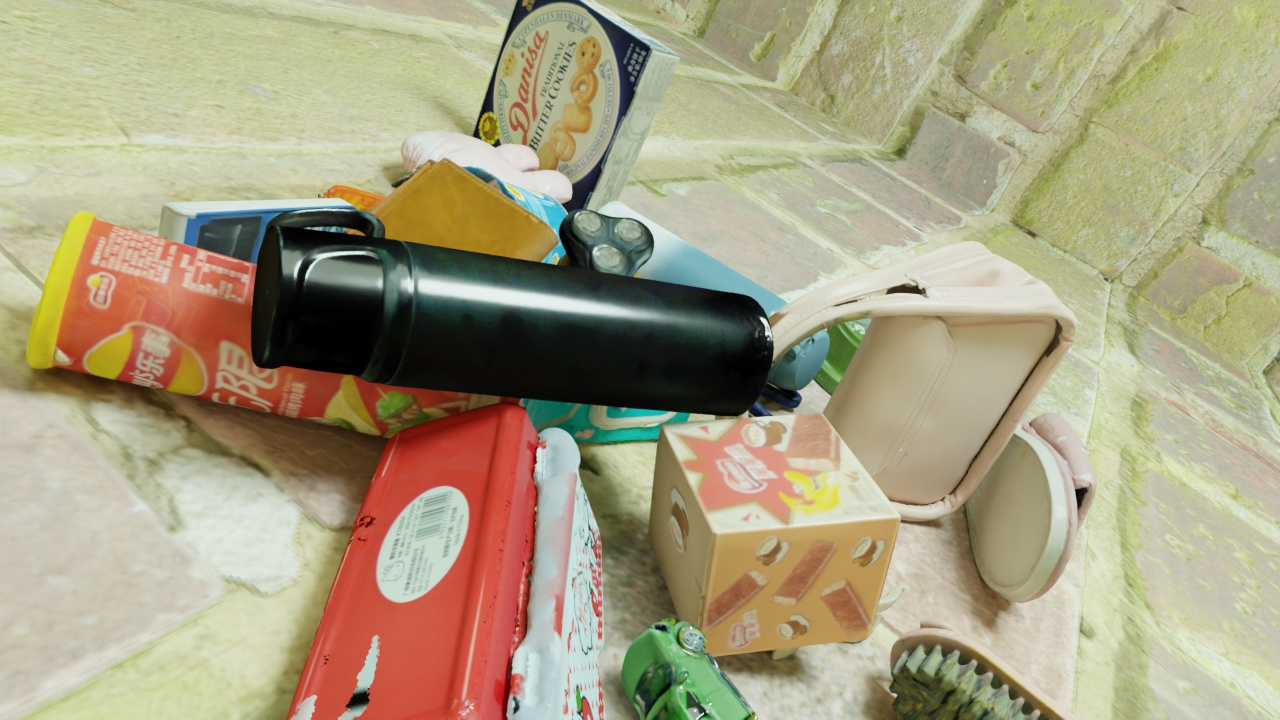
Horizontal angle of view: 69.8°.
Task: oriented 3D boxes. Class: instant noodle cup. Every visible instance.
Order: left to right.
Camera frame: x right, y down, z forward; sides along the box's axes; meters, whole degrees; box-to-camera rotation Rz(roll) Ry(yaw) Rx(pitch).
[{"bbox_3d":[-0.100,-0.085,0.652,0.099,0.099,0.109,34,18,11],"label":"instant noodle cup"}]

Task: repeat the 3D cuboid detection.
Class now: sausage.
[{"bbox_3d":[-0.161,-0.105,0.697,0.165,0.021,0.021,11,30,-32],"label":"sausage"}]

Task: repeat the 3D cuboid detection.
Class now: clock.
[{"bbox_3d":[0.220,0.013,0.830,0.116,0.056,0.161,7,33,-36],"label":"clock"}]

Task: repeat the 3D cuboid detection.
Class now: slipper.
[{"bbox_3d":[0.289,0.094,0.686,0.054,0.114,0.273,18,17,7],"label":"slipper"}]

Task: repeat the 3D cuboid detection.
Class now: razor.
[{"bbox_3d":[-0.015,-0.052,0.641,0.062,0.067,0.167,60,-1,17],"label":"razor"}]

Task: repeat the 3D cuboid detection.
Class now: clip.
[{"bbox_3d":[0.110,0.141,0.500,0.087,0.035,0.104,35,30,15],"label":"clip"}]

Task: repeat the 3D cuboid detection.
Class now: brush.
[{"bbox_3d":[0.188,0.189,0.456,0.145,0.063,0.072,39,31,25],"label":"brush"}]

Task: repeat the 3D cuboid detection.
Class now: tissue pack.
[{"bbox_3d":[-0.003,0.003,0.572,0.133,0.093,0.050,0,34,-45],"label":"tissue pack"}]

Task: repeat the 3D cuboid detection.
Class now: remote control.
[{"bbox_3d":[-0.222,-0.070,0.537,0.024,0.049,0.124,30,23,21],"label":"remote control"}]

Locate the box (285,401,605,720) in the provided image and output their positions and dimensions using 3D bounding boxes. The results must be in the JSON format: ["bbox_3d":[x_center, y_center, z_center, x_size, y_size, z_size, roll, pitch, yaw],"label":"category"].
[{"bbox_3d":[-0.066,0.108,0.373,0.095,0.100,0.200,-15,28,6],"label":"box"}]

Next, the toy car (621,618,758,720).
[{"bbox_3d":[0.023,0.150,0.379,0.036,0.043,0.091,3,35,-42],"label":"toy car"}]

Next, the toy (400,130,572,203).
[{"bbox_3d":[-0.129,-0.157,0.789,0.121,0.054,0.159,42,31,23],"label":"toy"}]

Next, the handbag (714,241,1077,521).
[{"bbox_3d":[0.156,0.018,0.617,0.233,0.194,0.093,-1,35,-30],"label":"handbag"}]

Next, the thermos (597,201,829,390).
[{"bbox_3d":[0.050,-0.052,0.750,0.220,0.070,0.070,34,25,20],"label":"thermos"}]

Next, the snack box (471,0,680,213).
[{"bbox_3d":[-0.070,-0.247,0.873,0.182,0.178,0.045,41,31,27],"label":"snack box"}]

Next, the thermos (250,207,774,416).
[{"bbox_3d":[-0.053,-0.025,0.441,0.242,0.069,0.089,8,52,-31],"label":"thermos"}]

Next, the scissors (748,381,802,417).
[{"bbox_3d":[0.058,0.004,0.731,0.162,0.012,0.162,10,30,-31],"label":"scissors"}]

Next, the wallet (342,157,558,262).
[{"bbox_3d":[-0.135,-0.063,0.553,0.119,0.035,0.130,33,64,16],"label":"wallet"}]

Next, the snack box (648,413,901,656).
[{"bbox_3d":[0.062,0.085,0.464,0.094,0.077,0.092,-2,29,-14],"label":"snack box"}]

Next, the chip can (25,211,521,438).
[{"bbox_3d":[-0.164,-0.006,0.447,0.216,0.073,0.073,15,28,-26],"label":"chip can"}]
